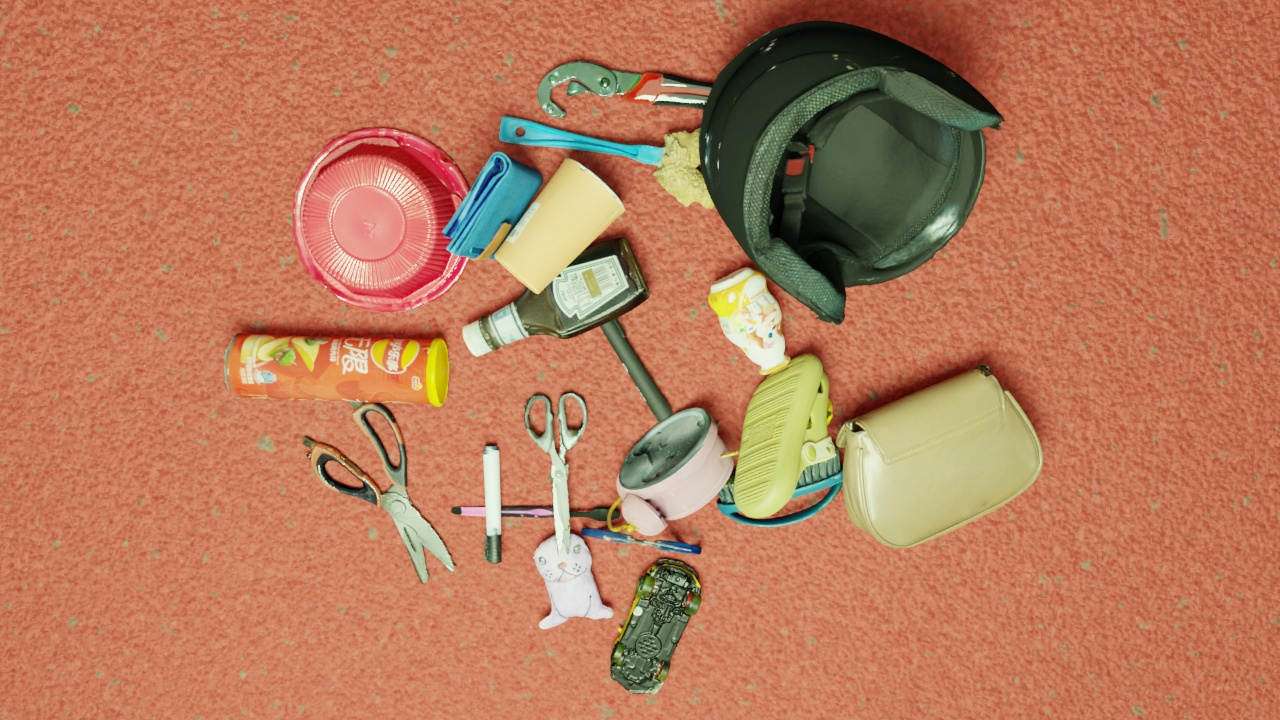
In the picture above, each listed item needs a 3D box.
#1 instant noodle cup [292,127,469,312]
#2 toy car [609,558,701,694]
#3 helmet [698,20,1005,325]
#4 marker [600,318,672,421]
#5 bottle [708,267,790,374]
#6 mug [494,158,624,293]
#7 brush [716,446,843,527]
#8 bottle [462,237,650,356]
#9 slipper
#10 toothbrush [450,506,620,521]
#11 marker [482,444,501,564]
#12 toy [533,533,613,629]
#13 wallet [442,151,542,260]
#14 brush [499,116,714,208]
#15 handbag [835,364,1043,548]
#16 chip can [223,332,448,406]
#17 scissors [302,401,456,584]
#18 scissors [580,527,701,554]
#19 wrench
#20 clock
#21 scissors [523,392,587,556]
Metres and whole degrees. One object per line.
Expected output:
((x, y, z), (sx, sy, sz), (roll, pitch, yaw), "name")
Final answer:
((-0.268, -0.139, 0.933), (0.194, 0.065, 0.194), (0, 102, 1), "instant noodle cup")
((0.014, 0.297, 1.022), (0.071, 0.041, 0.156), (21, 98, -3), "toy car")
((0.185, -0.181, 0.842), (0.274, 0.230, 0.234), (13, 123, -43), "helmet")
((-0.006, 0.006, 0.980), (0.022, 0.020, 0.132), (-28, 99, 20), "marker")
((0.116, -0.040, 0.949), (0.063, 0.063, 0.108), (-27, 99, 5), "bottle")
((-0.085, -0.130, 0.914), (0.078, 0.078, 0.122), (42, 86, -7), "mug")
((0.153, 0.140, 0.986), (0.144, 0.055, 0.073), (-17, 99, 3), "brush")
((-0.091, -0.058, 0.952), (0.195, 0.044, 0.080), (-24, 79, 5), "bottle")
((0.152, 0.084, 0.931), (0.081, 0.190, 0.092), (37, 144, -23), "slipper")
((-0.116, 0.167, 1.016), (0.189, 0.017, 0.014), (1, 99, 4), "toothbrush")
((-0.163, 0.157, 1.002), (0.023, 0.018, 0.130), (-1, 93, 14), "marker")
((-0.082, 0.241, 1.014), (0.084, 0.039, 0.108), (-13, 101, 0), "toy")
((-0.141, -0.147, 0.895), (0.040, 0.133, 0.106), (34, 98, 4), "wallet")
((-0.018, -0.212, 0.934), (0.255, 0.045, 0.083), (11, 104, 2), "brush")
((0.301, 0.099, 0.951), (0.204, 0.100, 0.148), (-21, 103, -10), "handbag")
((-0.313, 0.008, 0.957), (0.216, 0.073, 0.073), (3, 100, 1), "chip can")
((-0.284, 0.147, 1.011), (0.215, 0.015, 0.196), (16, 100, -4), "scissors")
((0.000, 0.190, 0.964), (0.163, 0.172, 0.012), (3, 78, 33), "scissors")
((0.032, -0.268, 0.931), (0.273, 0.016, 0.056), (3, 103, 0), "wrench")
((0.025, 0.121, 0.955), (0.158, 0.117, 0.060), (-37, 110, 5), "clock")
((-0.079, 0.119, 0.989), (0.136, 0.014, 0.174), (-37, 88, 0), "scissors")
